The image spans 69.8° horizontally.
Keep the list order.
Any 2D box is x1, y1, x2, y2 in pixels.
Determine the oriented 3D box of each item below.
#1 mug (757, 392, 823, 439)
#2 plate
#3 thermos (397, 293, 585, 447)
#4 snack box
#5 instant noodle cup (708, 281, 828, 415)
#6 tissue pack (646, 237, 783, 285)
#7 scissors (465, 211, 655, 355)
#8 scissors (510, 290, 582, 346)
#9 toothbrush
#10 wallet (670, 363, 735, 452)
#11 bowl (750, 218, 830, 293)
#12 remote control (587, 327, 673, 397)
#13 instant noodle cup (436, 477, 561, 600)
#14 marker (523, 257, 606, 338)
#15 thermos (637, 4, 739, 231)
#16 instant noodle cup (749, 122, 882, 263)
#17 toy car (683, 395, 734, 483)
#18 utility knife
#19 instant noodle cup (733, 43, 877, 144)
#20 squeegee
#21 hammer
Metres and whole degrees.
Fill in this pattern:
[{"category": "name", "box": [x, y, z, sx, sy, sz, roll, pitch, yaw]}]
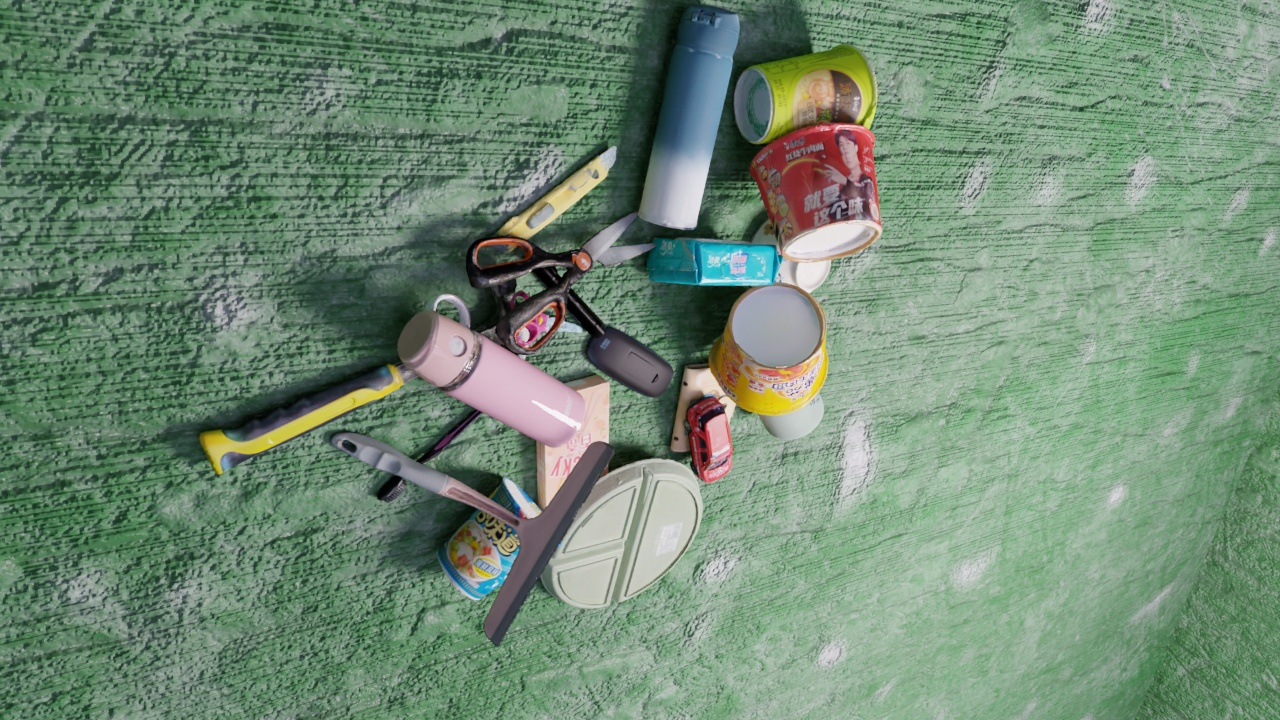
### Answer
[{"category": "mug", "box": [0.183, 0.026, 1.169, 0.106, 0.082, 0.111, 57, 44, -41]}, {"category": "plate", "box": [-0.017, 0.219, 1.128, 0.229, 0.027, 0.231, -20, 133, -23]}, {"category": "thermos", "box": [-0.140, 0.010, 0.893, 0.198, 0.067, 0.087, 35, 58, -39]}, {"category": "snack box", "box": [-0.077, 0.098, 1.046, 0.084, 0.026, 0.157, -15, 120, -30]}, {"category": "instant noodle cup", "box": [0.153, -0.018, 1.059, 0.138, 0.138, 0.110, -41, 160, -12]}, {"category": "tissue pack", "box": [0.082, -0.109, 1.011, 0.133, 0.093, 0.050, -3, 99, -36]}, {"category": "scissors", "box": [-0.078, -0.103, 0.914, 0.190, 0.022, 0.228, 38, 61, -24]}, {"category": "scissors", "box": [-0.094, -0.037, 0.945, 0.133, 0.017, 0.056, 11, 74, -63]}, {"category": "toothbrush", "box": [-0.198, 0.082, 0.959, 0.189, 0.014, 0.018, -42, 140, -12]}, {"category": "wallet", "box": [0.083, 0.056, 1.145, 0.087, 0.024, 0.115, -5, 115, -29]}, {"category": "bowl", "box": [0.189, -0.120, 1.106, 0.113, 0.062, 0.114, -16, 120, -30]}, {"category": "remote control", "box": [-0.006, 0.006, 1.052, 0.136, 0.024, 0.053, 32, 91, -42]}, {"category": "instant noodle cup", "box": [-0.159, 0.199, 1.000, 0.110, 0.099, 0.099, -40, 131, -1]}, {"category": "marker", "box": [-0.077, -0.069, 0.965, 0.022, 0.020, 0.132, -22, 134, 21]}, {"category": "thermos", "box": [0.051, -0.247, 0.939, 0.070, 0.070, 0.221, -1, 113, -36]}, {"category": "instant noodle cup", "box": [0.196, -0.175, 0.989, 0.137, 0.138, 0.108, 3, 71, -37]}, {"category": "toy car", "box": [0.087, 0.101, 1.129, 0.052, 0.045, 0.121, -26, 130, -19]}, {"category": "utility knife", "box": [-0.085, -0.161, 0.919, 0.166, 0.018, 0.031, -44, 137, -16]}, {"category": "instant noodle cup", "box": [0.171, -0.278, 0.988, 0.123, 0.111, 0.112, -12, 120, -22]}, {"category": "squeegee", "box": [-0.193, 0.130, 0.925, 0.249, 0.040, 0.248, 29, 100, -13]}, {"category": "hammer", "box": [-0.250, 0.025, 0.879, 0.322, 0.032, 0.126, -26, 125, -23]}]
